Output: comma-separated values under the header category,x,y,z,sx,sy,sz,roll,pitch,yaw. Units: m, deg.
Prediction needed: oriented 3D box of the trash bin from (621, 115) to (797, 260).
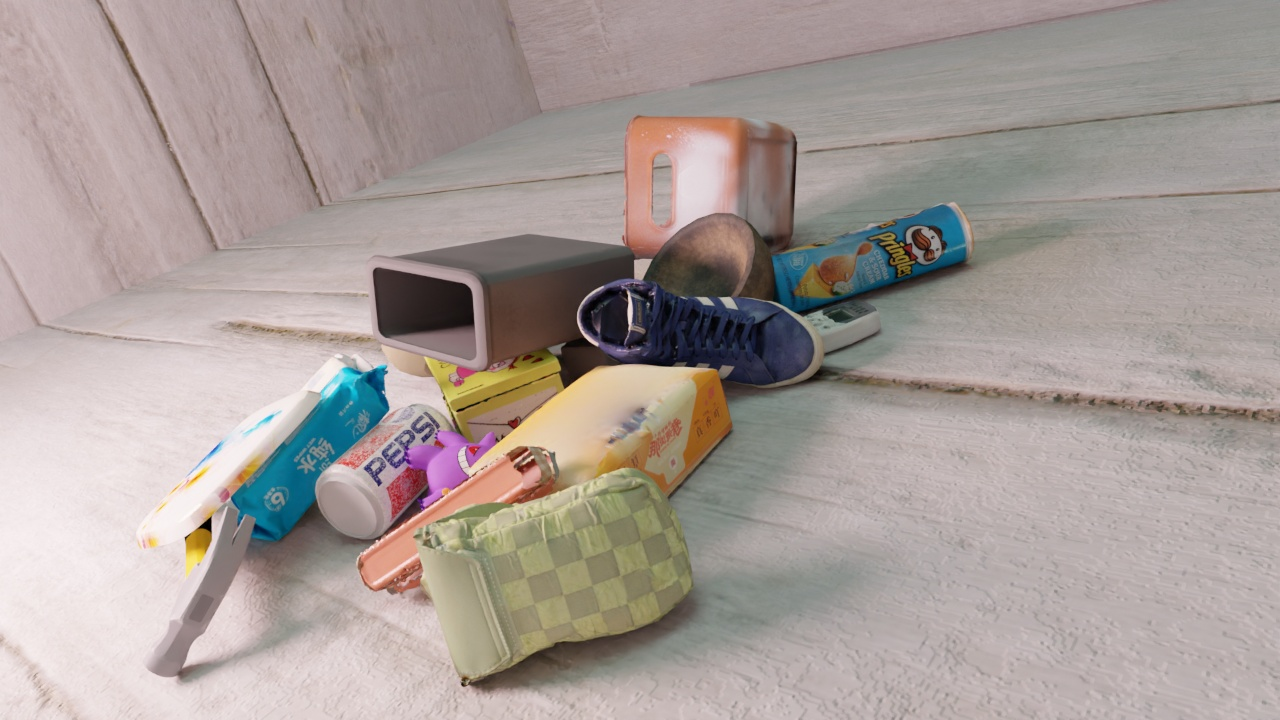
category,x,y,z,sx,sy,sz,roll,pitch,yaw
trash bin,0.100,-0.225,1.200,0.157,0.181,0.259,6,12,25

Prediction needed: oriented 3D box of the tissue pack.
category,x,y,z,sx,sy,sz,roll,pitch,yaw
tissue pack,-0.337,0.079,0.936,0.209,0.066,0.117,-52,31,-10

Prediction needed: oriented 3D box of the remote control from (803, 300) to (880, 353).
category,x,y,z,sx,sy,sz,roll,pitch,yaw
remote control,0.191,-0.031,0.957,0.114,0.028,0.060,-19,23,-7

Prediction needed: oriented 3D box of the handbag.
category,x,y,z,sx,sy,sz,roll,pitch,yaw
handbag,-0.062,0.142,0.644,0.186,0.113,0.117,-16,9,-6

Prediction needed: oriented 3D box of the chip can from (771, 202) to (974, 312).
category,x,y,z,sx,sy,sz,roll,pitch,yaw
chip can,0.257,-0.116,1.053,0.229,0.080,0.079,-17,22,-1

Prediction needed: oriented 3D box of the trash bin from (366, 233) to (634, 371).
category,x,y,z,sx,sy,sz,roll,pitch,yaw
trash bin,-0.145,-0.072,0.986,0.192,0.098,0.219,13,21,39

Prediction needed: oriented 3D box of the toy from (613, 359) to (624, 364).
category,x,y,z,sx,sy,sz,roll,pitch,yaw
toy,-0.006,0.006,0.971,0.049,0.030,0.111,-11,54,14

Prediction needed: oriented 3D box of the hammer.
category,x,y,z,sx,sy,sz,roll,pitch,yaw
hammer,-0.414,0.165,0.858,0.127,0.029,0.324,-60,28,-5

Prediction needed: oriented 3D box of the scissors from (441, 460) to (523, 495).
category,x,y,z,sx,sy,sz,roll,pitch,yaw
scissors,-0.127,0.137,0.733,0.125,0.011,0.129,-50,49,9

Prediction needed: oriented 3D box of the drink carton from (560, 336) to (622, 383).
category,x,y,z,sx,sy,sz,roll,pitch,yaw
drink carton,-0.027,-0.022,1.061,0.076,0.048,0.124,1,28,36

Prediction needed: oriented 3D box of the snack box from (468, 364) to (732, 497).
category,x,y,z,sx,sy,sz,roll,pitch,yaw
snack box,-0.032,0.070,0.807,0.145,0.081,0.194,2,29,38

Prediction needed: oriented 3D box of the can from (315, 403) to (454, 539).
category,x,y,z,sx,sy,sz,roll,pitch,yaw
can,-0.240,0.103,0.879,0.078,0.078,0.135,-5,25,26

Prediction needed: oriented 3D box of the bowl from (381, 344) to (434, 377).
category,x,y,z,sx,sy,sz,roll,pitch,yaw
bowl,-0.241,-0.024,1.145,0.152,0.152,0.050,-26,69,-11

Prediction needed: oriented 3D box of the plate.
category,x,y,z,sx,sy,sz,roll,pitch,yaw
plate,-0.393,0.098,0.867,0.187,0.016,0.186,-17,30,45

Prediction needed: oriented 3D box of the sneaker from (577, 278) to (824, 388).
category,x,y,z,sx,sy,sz,roll,pitch,yaw
sneaker,0.052,-0.033,0.876,0.233,0.091,0.118,8,-9,20

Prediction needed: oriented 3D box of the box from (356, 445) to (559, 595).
category,x,y,z,sx,sy,sz,roll,pitch,yaw
box,-0.145,0.123,0.713,0.187,0.058,0.060,-37,21,16

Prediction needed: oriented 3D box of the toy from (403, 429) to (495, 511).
category,x,y,z,sx,sy,sz,roll,pitch,yaw
toy,-0.163,0.107,0.845,0.088,0.056,0.106,-18,59,-13

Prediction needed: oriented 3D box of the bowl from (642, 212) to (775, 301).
category,x,y,z,sx,sy,sz,roll,pitch,yaw
bowl,0.080,-0.078,1.016,0.163,0.070,0.162,-26,47,32

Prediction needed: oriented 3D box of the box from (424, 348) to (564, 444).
category,x,y,z,sx,sy,sz,roll,pitch,yaw
box,-0.163,0.022,1.014,0.124,0.082,0.221,-21,24,-12
